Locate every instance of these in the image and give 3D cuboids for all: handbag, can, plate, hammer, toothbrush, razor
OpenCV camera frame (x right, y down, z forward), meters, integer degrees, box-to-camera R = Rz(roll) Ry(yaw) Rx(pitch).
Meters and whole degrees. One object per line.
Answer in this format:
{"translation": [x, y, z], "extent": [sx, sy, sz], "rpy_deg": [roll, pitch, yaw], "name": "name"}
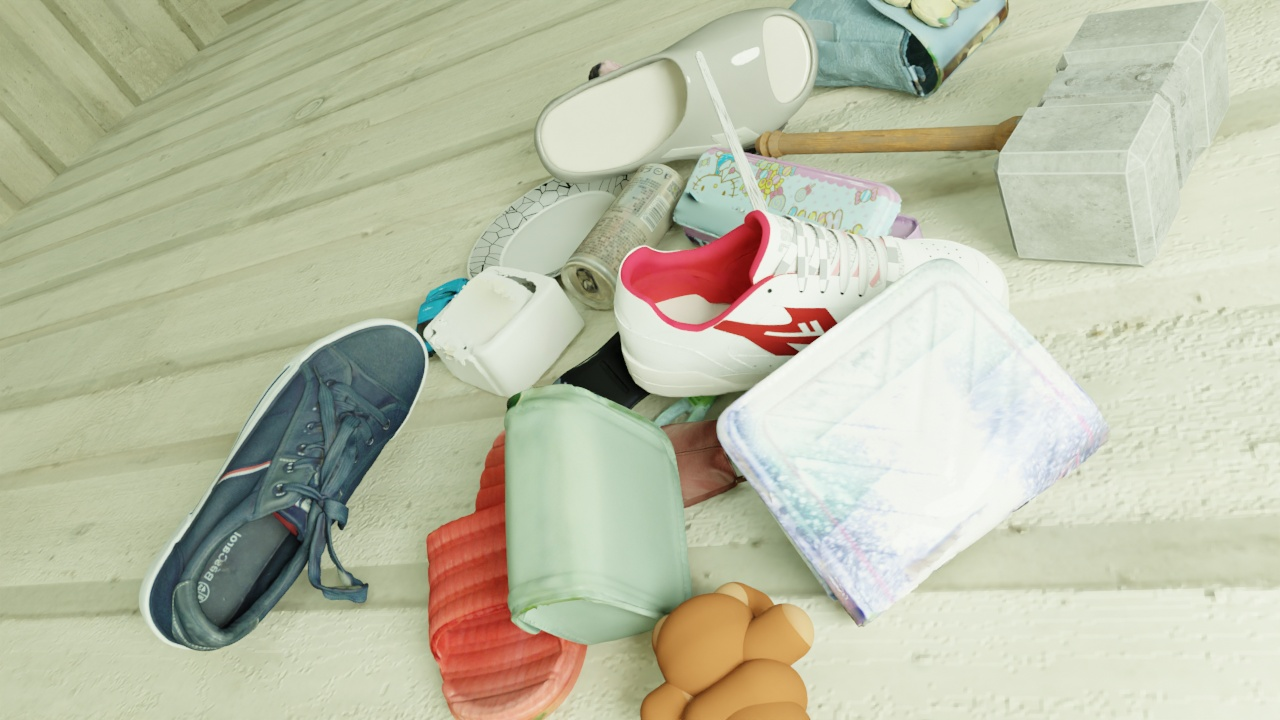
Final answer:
{"translation": [-0.030, 0.086, 0.503], "extent": [0.067, 0.106, 0.121], "rpy_deg": [-23, 55, 27], "name": "handbag"}
{"translation": [0.070, 0.052, 0.556], "extent": [0.120, 0.029, 0.055], "rpy_deg": [-16, 59, 12], "name": "handbag"}
{"translation": [-0.011, -0.108, 0.780], "extent": [0.054, 0.054, 0.135], "rpy_deg": [5, 50, 40], "name": "can"}
{"translation": [-0.081, -0.126, 0.886], "extent": [0.189, 0.016, 0.188], "rpy_deg": [-20, 37, 16], "name": "plate"}
{"translation": [0.210, -0.156, 0.647], "extent": [0.318, 0.083, 0.162], "rpy_deg": [11, 54, 44], "name": "hammer"}
{"translation": [0.136, 0.041, 0.476], "extent": [0.158, 0.069, 0.126], "rpy_deg": [-36, 66, -1], "name": "handbag"}
{"translation": [0.069, -0.121, 0.609], "extent": [0.010, 0.181, 0.010], "rpy_deg": [-36, 32, -13], "name": "toothbrush"}
{"translation": [-0.004, 0.004, 0.638], "extent": [0.140, 0.053, 0.064], "rpy_deg": [-40, -4, -17], "name": "razor"}
{"translation": [0.207, -0.301, 0.792], "extent": [0.121, 0.119, 0.192], "rpy_deg": [-44, 43, -16], "name": "handbag"}

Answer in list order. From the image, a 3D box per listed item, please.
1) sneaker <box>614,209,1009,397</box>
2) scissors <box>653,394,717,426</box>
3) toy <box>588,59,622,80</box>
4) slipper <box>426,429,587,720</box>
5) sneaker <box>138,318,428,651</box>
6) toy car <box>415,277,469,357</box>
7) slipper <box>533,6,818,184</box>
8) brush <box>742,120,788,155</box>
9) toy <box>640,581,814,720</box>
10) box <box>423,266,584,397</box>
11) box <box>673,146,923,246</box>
{"translation": [0.099, -0.045, 0.545], "extent": [0.237, 0.104, 0.090], "rpy_deg": [-4, 52, 11], "name": "sneaker"}
{"translation": [0.063, 0.006, 0.626], "extent": [0.172, 0.021, 0.172], "rpy_deg": [7, 54, 47], "name": "scissors"}
{"translation": [0.064, -0.255, 0.889], "extent": [0.205, 0.131, 0.105], "rpy_deg": [-31, 66, -12], "name": "toy"}
{"translation": [-0.084, 0.112, 0.574], "extent": [0.104, 0.059, 0.248], "rpy_deg": [-21, 36, 14], "name": "slipper"}
{"translation": [-0.237, 0.085, 0.682], "extent": [0.127, 0.120, 0.293], "rpy_deg": [-9, 43, 48], "name": "sneaker"}
{"translation": [-0.186, -0.045, 0.857], "extent": [0.048, 0.032, 0.105], "rpy_deg": [-18, 36, 19], "name": "toy car"}
{"translation": [0.023, -0.222, 0.794], "extent": [0.266, 0.113, 0.080], "rpy_deg": [-14, 13, 15], "name": "slipper"}
{"translation": [0.082, -0.169, 0.819], "extent": [0.039, 0.012, 0.151], "rpy_deg": [11, 55, 43], "name": "brush"}
{"translation": [0.051, 0.162, 0.424], "extent": [0.095, 0.065, 0.127], "rpy_deg": [-38, 44, 6], "name": "toy"}
{"translation": [-0.124, -0.036, 0.752], "extent": [0.107, 0.091, 0.102], "rpy_deg": [15, 55, 48], "name": "box"}
{"translation": [0.107, -0.105, 0.694], "extent": [0.078, 0.065, 0.214], "rpy_deg": [-53, 39, -6], "name": "box"}
